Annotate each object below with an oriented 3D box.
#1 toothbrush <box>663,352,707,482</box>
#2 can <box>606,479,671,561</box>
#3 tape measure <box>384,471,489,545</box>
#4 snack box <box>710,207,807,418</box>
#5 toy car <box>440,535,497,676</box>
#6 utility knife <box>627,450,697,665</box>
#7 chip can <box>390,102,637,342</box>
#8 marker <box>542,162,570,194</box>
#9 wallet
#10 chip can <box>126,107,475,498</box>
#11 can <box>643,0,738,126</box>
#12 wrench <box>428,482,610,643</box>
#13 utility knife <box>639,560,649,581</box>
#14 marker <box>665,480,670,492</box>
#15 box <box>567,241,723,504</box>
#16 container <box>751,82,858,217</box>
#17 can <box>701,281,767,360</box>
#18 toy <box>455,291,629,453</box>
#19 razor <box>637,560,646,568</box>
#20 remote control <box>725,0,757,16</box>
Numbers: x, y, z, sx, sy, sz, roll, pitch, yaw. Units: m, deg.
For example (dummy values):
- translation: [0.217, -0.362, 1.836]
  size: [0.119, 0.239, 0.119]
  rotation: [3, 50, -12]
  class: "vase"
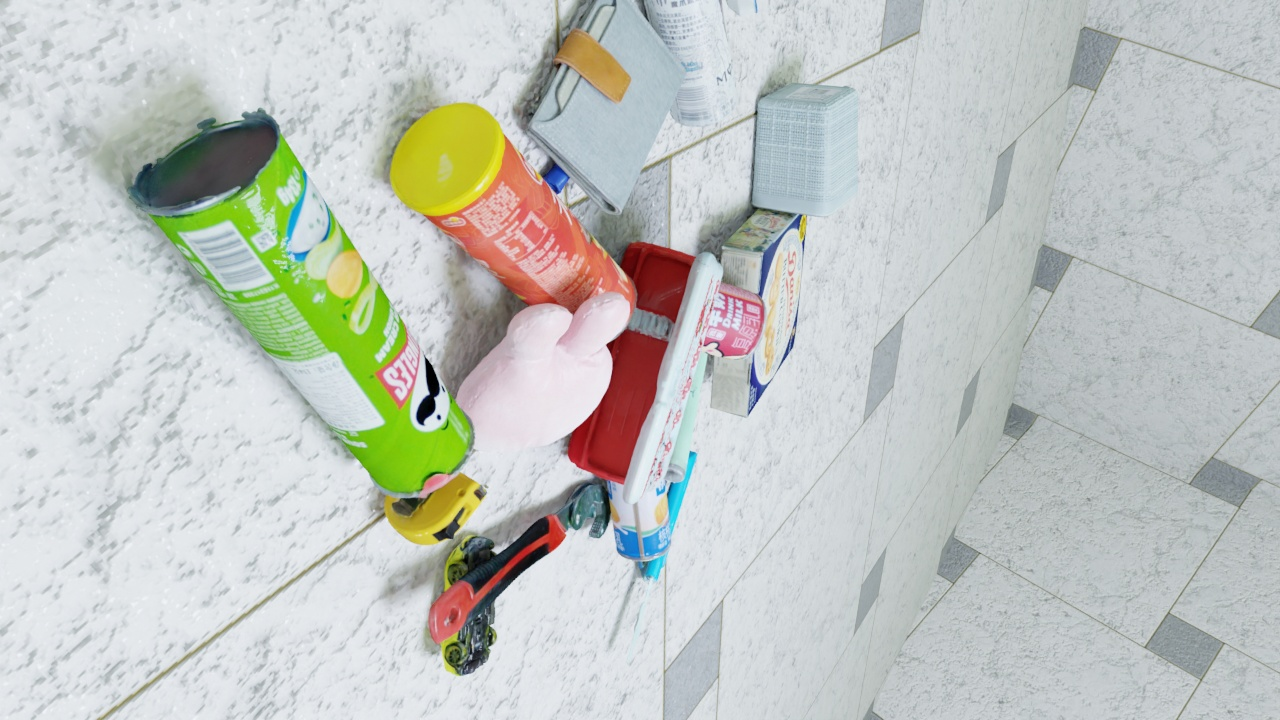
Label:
- translation: [0.046, 0.012, 0.855]
  size: [0.027, 0.027, 0.223]
  rotation: [-44, -153, 51]
  class: "toothbrush"
- translation: [-0.004, 0.112, 0.837]
  size: [0.053, 0.053, 0.135]
  rotation: [-33, 124, -49]
  class: "can"
- translation: [-0.139, 0.091, 0.602]
  size: [0.057, 0.060, 0.029]
  rotation: [-53, 148, -20]
  class: "tape measure"
- translation: [0.127, -0.062, 0.963]
  size: [0.182, 0.046, 0.178]
  rotation: [-47, 144, -54]
  class: "snack box"
- translation: [-0.133, 0.184, 0.696]
  size: [0.048, 0.032, 0.105]
  rotation: [-2, 96, -65]
  class: "toy car"
- translation: [0.019, 0.207, 0.967]
  size: [0.034, 0.018, 0.234]
  rotation: [42, 65, -76]
  class: "utility knife"
- translation: [-0.072, -0.079, 0.607]
  size: [0.073, 0.073, 0.216]
  rotation: [-66, 151, -11]
  class: "chip can"
- translation: [-0.029, -0.178, 0.683]
  size: [0.145, 0.017, 0.017]
  rotation: [-57, 148, -25]
  class: "marker"
- translation: [-0.020, -0.187, 0.650]
  size: [0.106, 0.037, 0.129]
  rotation: [41, 67, -43]
  class: "wallet"
- translation: [-0.163, -0.016, 0.486]
  size: [0.072, 0.072, 0.236]
  rotation: [-56, 147, -27]
  class: "chip can"
- translation: [0.038, -0.255, 0.710]
  size: [0.058, 0.058, 0.147]
  rotation: [-55, 147, -28]
  class: "can"
- translation: [-0.086, 0.153, 0.737]
  size: [0.272, 0.016, 0.056]
  rotation: [-21, 113, -65]
  class: "wrench"
- translation: [-0.008, 0.167, 0.927]
  size: [0.030, 0.021, 0.202]
  rotation: [-50, 150, -33]
  class: "utility knife"
- translation: [0.027, 0.117, 0.954]
  size: [0.018, 0.015, 0.124]
  rotation: [-8, 115, -65]
  class: "marker"
- translation: [-0.001, 0.005, 0.733]
  size: [0.100, 0.110, 0.201]
  rotation: [8, 100, -69]
  class: "box"
- translation: [0.169, -0.217, 0.933]
  size: [0.089, 0.090, 0.112]
  rotation: [-40, 135, -45]
  class: "container"
- translation: [0.058, -0.041, 0.827]
  size: [0.093, 0.066, 0.066]
  rotation: [14, 94, -30]
  class: "can"
- translation: [-0.065, 0.009, 0.636]
  size: [0.121, 0.054, 0.160]
  rotation: [-12, 148, -37]
  class: "toy"
- translation: [0.010, 0.132, 0.904]
  size: [0.042, 0.022, 0.143]
  rotation: [-46, 136, -67]
  class: "razor"
- translation: [0.069, -0.309, 0.704]
  size: [0.124, 0.024, 0.049]
  rotation: [-94, 170, -48]
  class: "remote control"
